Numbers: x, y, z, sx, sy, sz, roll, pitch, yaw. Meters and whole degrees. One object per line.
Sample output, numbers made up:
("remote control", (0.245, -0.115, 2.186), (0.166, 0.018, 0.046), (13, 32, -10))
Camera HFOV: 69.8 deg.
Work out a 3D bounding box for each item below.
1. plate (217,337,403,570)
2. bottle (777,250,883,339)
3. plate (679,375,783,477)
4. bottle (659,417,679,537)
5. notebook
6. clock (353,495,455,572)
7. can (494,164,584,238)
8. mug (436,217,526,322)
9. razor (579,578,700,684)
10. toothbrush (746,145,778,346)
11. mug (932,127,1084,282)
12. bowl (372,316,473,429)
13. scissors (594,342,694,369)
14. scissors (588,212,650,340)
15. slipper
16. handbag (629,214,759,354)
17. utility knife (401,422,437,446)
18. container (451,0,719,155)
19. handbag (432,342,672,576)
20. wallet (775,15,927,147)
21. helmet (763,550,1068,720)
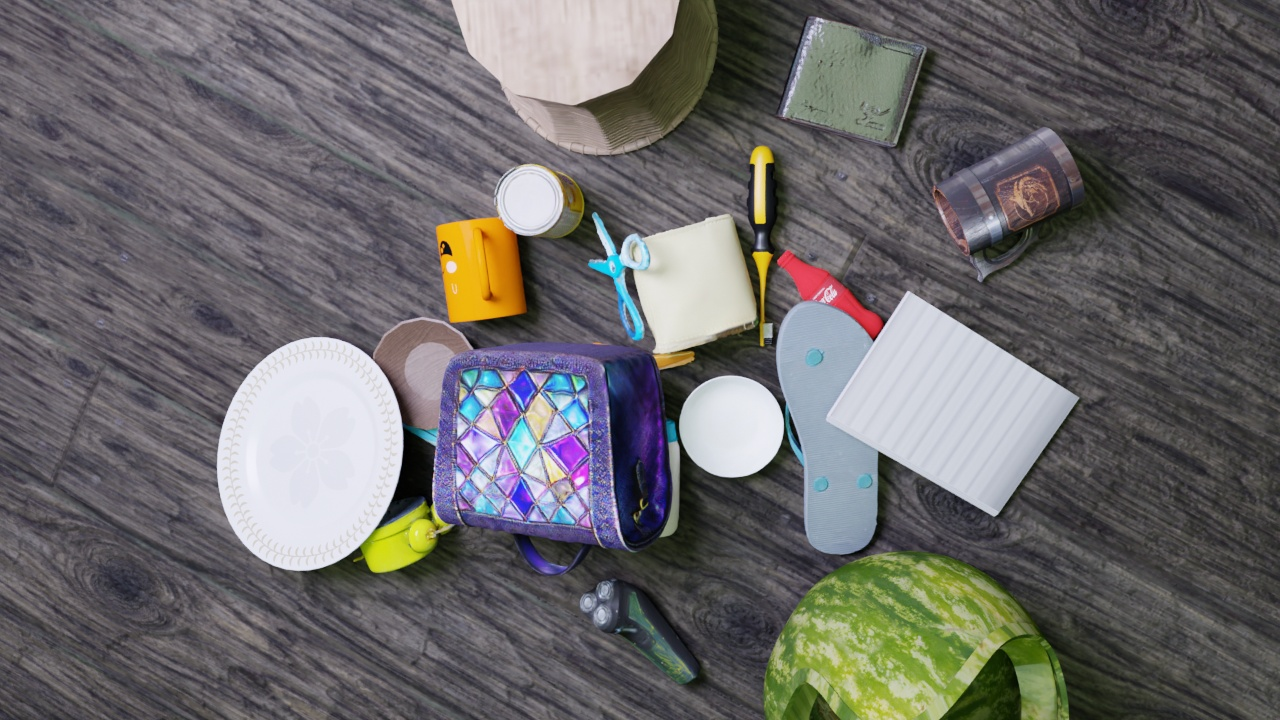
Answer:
("plate", (-0.346, 0.096, 0.963), (0.243, 0.016, 0.242), (-4, 80, 22))
("bottle", (0.183, -0.063, 0.900), (0.119, 0.036, 0.036), (42, 100, 1))
("plate", (0.092, 0.065, 0.932), (0.104, 0.026, 0.104), (1, 98, 7))
("bottle", (0.015, 0.104, 0.934), (0.051, 0.051, 0.146), (1, 97, 7))
("notebook", (0.301, 0.046, 0.884), (0.209, 0.009, 0.143), (29, 99, -13))
("clock", (-0.244, 0.177, 0.960), (0.119, 0.083, 0.057), (-17, 100, 12))
("can", (-0.096, -0.153, 0.889), (0.068, 0.105, 0.067), (1, 97, 7))
("mug", (-0.155, -0.089, 0.901), (0.077, 0.112, 0.096), (-8, 96, -11))
("razor", (0.002, 0.287, 0.953), (0.054, 0.067, 0.151), (-39, 99, 24))
("toothbrush", (0.121, -0.111, 0.907), (0.031, 0.031, 0.197), (2, 102, 17))
("mug", (0.346, -0.140, 0.857), (0.107, 0.080, 0.116), (-26, 119, 10))
("bowl", (-0.221, 0.012, 0.963), (0.118, 0.030, 0.118), (1, 97, 7))
("scissors", (-0.005, 0.008, 0.944), (0.128, 0.013, 0.064), (-8, 97, 9))
("scissors", (-0.019, -0.079, 0.886), (0.011, 0.134, 0.138), (-19, 107, -26))
("slipper", (0.194, 0.064, 0.914), (0.098, 0.054, 0.269), (-9, 107, 6))
("handbag", (0.051, -0.072, 0.897), (0.111, 0.081, 0.119), (-16, 93, 1))
("utility knife", (-0.274, 0.053, 0.984), (0.181, 0.015, 0.022), (26, 96, 6))
("container", (-0.048, -0.309, 0.817), (0.227, 0.196, 0.227), (1, 97, 7))
("handbag", (-0.085, 0.096, 0.882), (0.205, 0.125, 0.222), (3, 97, 25))
("wallet", (0.201, -0.266, 0.877), (0.120, 0.031, 0.099), (17, 102, 4))
("helmet", (0.239, 0.289, 0.835), (0.213, 0.248, 0.242), (50, 61, -21))
